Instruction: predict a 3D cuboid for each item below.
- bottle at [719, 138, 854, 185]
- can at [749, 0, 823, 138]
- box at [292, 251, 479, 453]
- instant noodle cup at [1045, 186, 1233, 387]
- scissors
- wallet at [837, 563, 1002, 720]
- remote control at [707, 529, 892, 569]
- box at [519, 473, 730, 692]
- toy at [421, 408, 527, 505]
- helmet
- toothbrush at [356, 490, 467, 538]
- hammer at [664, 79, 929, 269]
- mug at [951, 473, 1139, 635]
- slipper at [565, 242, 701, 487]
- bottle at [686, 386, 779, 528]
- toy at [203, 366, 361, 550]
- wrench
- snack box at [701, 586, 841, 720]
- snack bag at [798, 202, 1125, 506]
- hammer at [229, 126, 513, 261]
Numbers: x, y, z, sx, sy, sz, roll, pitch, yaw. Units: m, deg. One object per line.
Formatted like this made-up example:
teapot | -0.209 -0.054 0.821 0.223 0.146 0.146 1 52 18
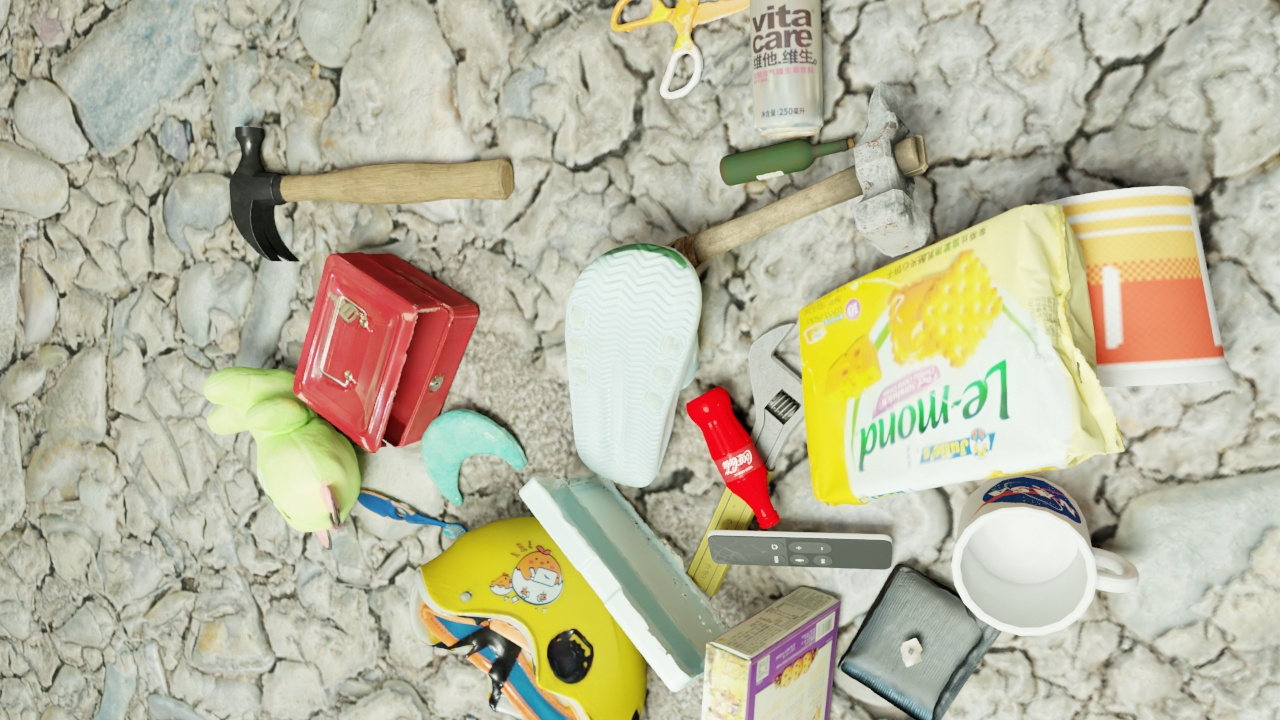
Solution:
bottle | 0.114 -0.159 0.718 0.106 0.025 0.025 -8 95 23
can | 0.110 -0.239 0.692 0.054 0.054 0.135 1 99 22
box | -0.241 -0.010 0.860 0.129 0.092 0.158 31 112 17
instant noodle cup | 0.315 -0.046 0.609 0.124 0.123 0.121 -4 89 23
scissors | 0.035 -0.270 0.741 0.125 0.011 0.128 -4 98 24
wallet | 0.222 0.227 0.736 0.089 0.026 0.115 30 109 16
remote control | 0.129 0.154 0.747 0.147 0.008 0.045 -1 138 13
box | -0.007 0.172 0.746 0.041 0.134 0.197 -45 70 11
toy | -0.167 0.087 0.873 0.105 0.033 0.085 -32 100 26
helmet | -0.076 0.231 0.790 0.240 0.139 0.210 42 149 3
toothbrush | -0.233 0.154 0.917 0.135 0.017 0.021 15 102 19
hammer | 0.069 -0.098 0.708 0.320 0.049 0.121 -19 58 37
mug | 0.290 0.141 0.659 0.121 0.090 0.091 12 103 20
slipper | -0.004 0.004 0.749 0.104 0.074 0.246 21 132 15
bottle | 0.078 0.080 0.744 0.036 0.036 0.119 -29 87 24
toy | -0.339 0.087 0.901 0.197 0.107 0.150 43 147 6
wrench | 0.089 0.098 0.774 0.083 0.018 0.274 28 108 16
snack box | 0.104 0.272 0.726 0.041 0.143 0.148 11 103 37
snack bag | 0.200 0.010 0.621 0.248 0.068 0.159 -26 63 56
hammer | -0.260 -0.161 0.869 0.306 0.040 0.132 2 96 21
